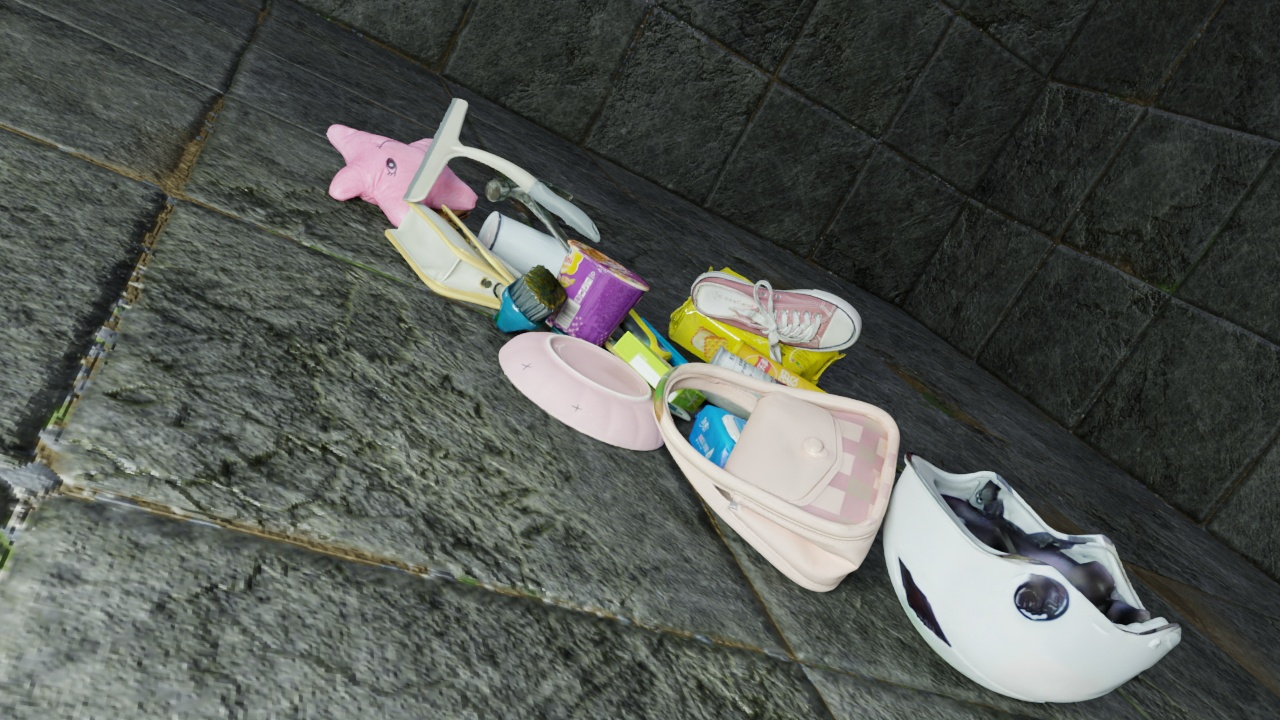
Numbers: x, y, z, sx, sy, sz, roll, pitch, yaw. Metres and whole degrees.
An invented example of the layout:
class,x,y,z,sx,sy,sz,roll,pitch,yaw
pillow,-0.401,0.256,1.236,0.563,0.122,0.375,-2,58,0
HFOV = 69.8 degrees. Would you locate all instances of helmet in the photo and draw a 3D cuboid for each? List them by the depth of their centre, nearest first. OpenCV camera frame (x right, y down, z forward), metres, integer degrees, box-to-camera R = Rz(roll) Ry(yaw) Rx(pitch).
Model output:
class,x,y,z,sx,sy,sz,roll,pitch,yaw
helmet,0.317,0.204,0.817,0.258,0.146,0.228,27,15,-2

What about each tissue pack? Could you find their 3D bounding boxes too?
class,x,y,z,sx,sy,sz,roll,pitch,yaw
tissue pack,0.107,0.101,0.940,0.095,0.052,0.157,25,16,-15

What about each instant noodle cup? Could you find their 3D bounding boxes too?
class,x,y,z,sx,sy,sz,roll,pitch,yaw
instant noodle cup,-0.060,-0.074,1.097,0.111,0.099,0.111,29,12,-7

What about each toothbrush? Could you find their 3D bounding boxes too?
class,x,y,z,sx,sy,sz,roll,pitch,yaw
toothbrush,-0.025,0.017,1.045,0.191,0.018,0.016,33,16,5

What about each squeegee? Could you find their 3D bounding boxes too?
class,x,y,z,sx,sy,sz,roll,pitch,yaw
squeegee,-0.149,-0.220,1.157,0.246,0.039,0.245,28,40,-18

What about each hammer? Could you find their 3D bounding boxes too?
class,x,y,z,sx,sy,sz,roll,pitch,yaw
hammer,-0.067,-0.120,1.194,0.323,0.032,0.125,51,35,13

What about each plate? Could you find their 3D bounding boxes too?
class,x,y,z,sx,sy,sz,roll,pitch,yaw
plate,-0.050,0.021,0.936,0.192,0.039,0.192,27,16,-9

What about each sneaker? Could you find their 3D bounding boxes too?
class,x,y,z,sx,sy,sz,roll,pitch,yaw
sneaker,0.183,-0.057,1.248,0.241,0.118,0.087,16,28,0

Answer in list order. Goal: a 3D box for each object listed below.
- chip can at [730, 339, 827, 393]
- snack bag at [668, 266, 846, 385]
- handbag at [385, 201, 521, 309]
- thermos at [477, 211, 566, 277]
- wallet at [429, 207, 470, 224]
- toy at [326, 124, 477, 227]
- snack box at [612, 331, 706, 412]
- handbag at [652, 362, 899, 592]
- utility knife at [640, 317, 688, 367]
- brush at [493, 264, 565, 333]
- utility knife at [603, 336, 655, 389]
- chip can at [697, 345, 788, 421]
class,x,y,z,sx,sy,sz,roll,pitch,yaw
chip can,0.205,0.056,1.224,0.213,0.072,0.072,32,16,8
snack bag,0.170,-0.036,1.345,0.246,0.068,0.157,34,45,10
handbag,-0.196,-0.121,1.096,0.178,0.063,0.163,18,20,-47
thermos,-0.111,-0.130,1.253,0.224,0.073,0.073,21,18,-29
wallet,-0.306,-0.230,1.276,0.130,0.035,0.119,30,17,1
toy,-0.302,-0.228,1.179,0.194,0.075,0.178,4,53,-31
snack box,0.023,0.016,0.998,0.086,0.026,0.156,43,2,14
handbag,0.116,0.082,0.848,0.234,0.094,0.192,29,37,6
utility knife,0.037,-0.012,1.238,0.034,0.018,0.166,14,23,-46
brush,-0.125,-0.061,0.998,0.055,0.073,0.143,50,11,-8
utility knife,-0.007,0.007,1.115,0.030,0.018,0.151,-1,38,-51
chip can,0.175,0.066,1.143,0.215,0.071,0.071,30,16,0
